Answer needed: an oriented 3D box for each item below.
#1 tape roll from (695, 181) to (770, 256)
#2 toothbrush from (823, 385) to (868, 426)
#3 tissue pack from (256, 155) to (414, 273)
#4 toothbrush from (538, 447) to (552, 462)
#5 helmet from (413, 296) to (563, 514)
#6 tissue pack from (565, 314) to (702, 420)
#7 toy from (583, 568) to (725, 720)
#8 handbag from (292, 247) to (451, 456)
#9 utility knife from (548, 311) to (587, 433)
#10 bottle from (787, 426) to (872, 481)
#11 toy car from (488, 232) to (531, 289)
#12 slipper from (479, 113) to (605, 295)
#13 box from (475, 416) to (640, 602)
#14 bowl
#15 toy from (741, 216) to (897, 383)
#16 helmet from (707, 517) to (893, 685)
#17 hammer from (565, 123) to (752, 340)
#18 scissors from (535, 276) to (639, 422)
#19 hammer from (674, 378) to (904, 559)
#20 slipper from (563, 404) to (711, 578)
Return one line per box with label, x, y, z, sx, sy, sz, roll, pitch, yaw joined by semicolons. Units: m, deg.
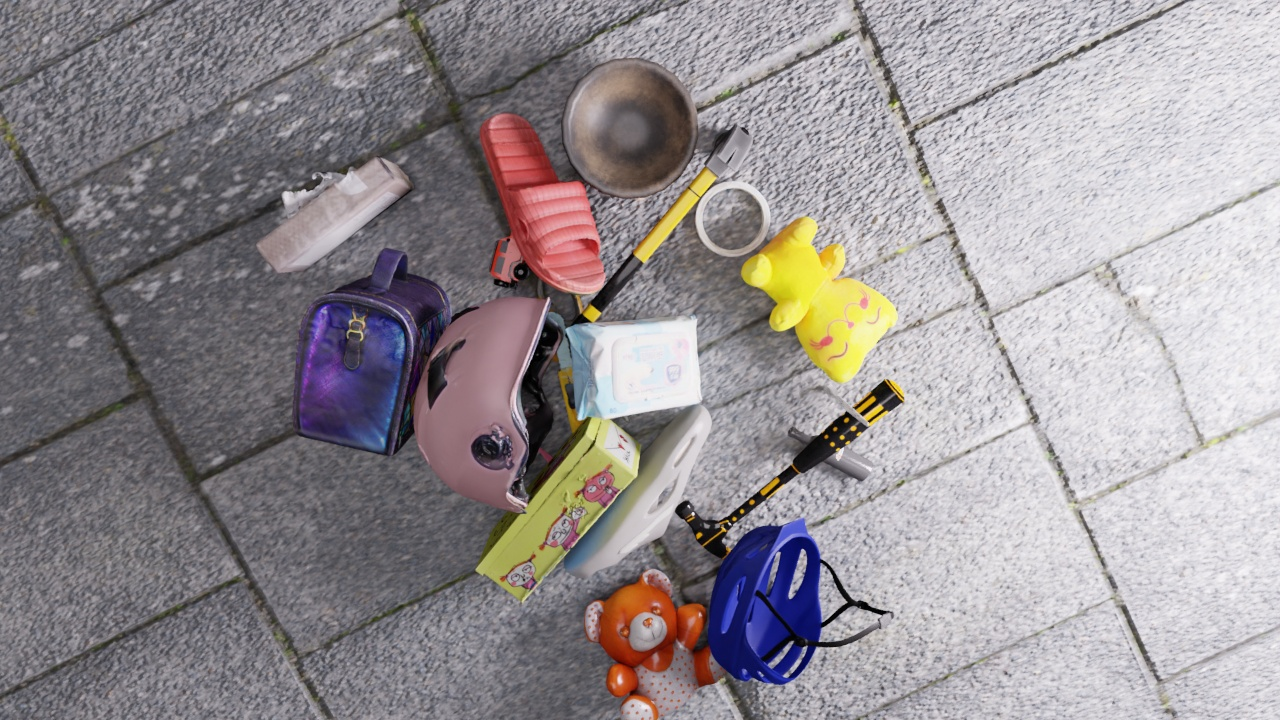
tape roll;0.115;-0.176;1.143;0.093;0.013;0.093;0;97;0
toothbrush;0.246;0.053;1.087;0.010;0.181;0.010;5;101;-5
tissue pack;-0.367;-0.180;1.091;0.181;0.104;0.071;-33;94;4
toothbrush;-0.103;0.137;1.174;0.135;0.016;0.022;40;103;-5
helmet;-0.172;0.037;1.042;0.152;0.229;0.256;14;134;0
tissue pack;-0.007;0.006;1.098;0.181;0.070;0.112;-7;99;-38
toy;0.015;0.363;1.163;0.163;0.093;0.172;-29;93;-20
handbag;-0.304;-0.019;1.063;0.125;0.204;0.222;13;102;-3
utility knife;-0.086;0.044;1.156;0.030;0.019;0.219;-12;100;0
bottle;0.239;0.116;1.170;0.113;0.030;0.030;28;95;-4
toy car;-0.153;-0.138;1.124;0.049;0.051;0.100;15;96;-5
slipper;-0.110;-0.192;1.076;0.103;0.059;0.248;-20;80;-40
box;-0.100;0.174;1.114;0.082;0.124;0.221;41;104;-7
bowl;-0.013;-0.274;1.101;0.162;0.070;0.162;0;96;-1
toy;0.209;-0.072;1.122;0.194;0.087;0.134;43;76;-9
helmet;0.187;0.311;1.098;0.147;0.228;0.242;-12;113;-43
hammer;0.018;-0.145;1.086;0.034;0.169;0.325;39;103;-9
scissors;-0.072;-0.017;1.157;0.228;0.016;0.134;40;95;-5
hammer;0.197;0.136;1.145;0.321;0.036;0.123;-41;107;14
slipper;0.015;0.177;1.144;0.080;0.113;0.266;38;89;-16
